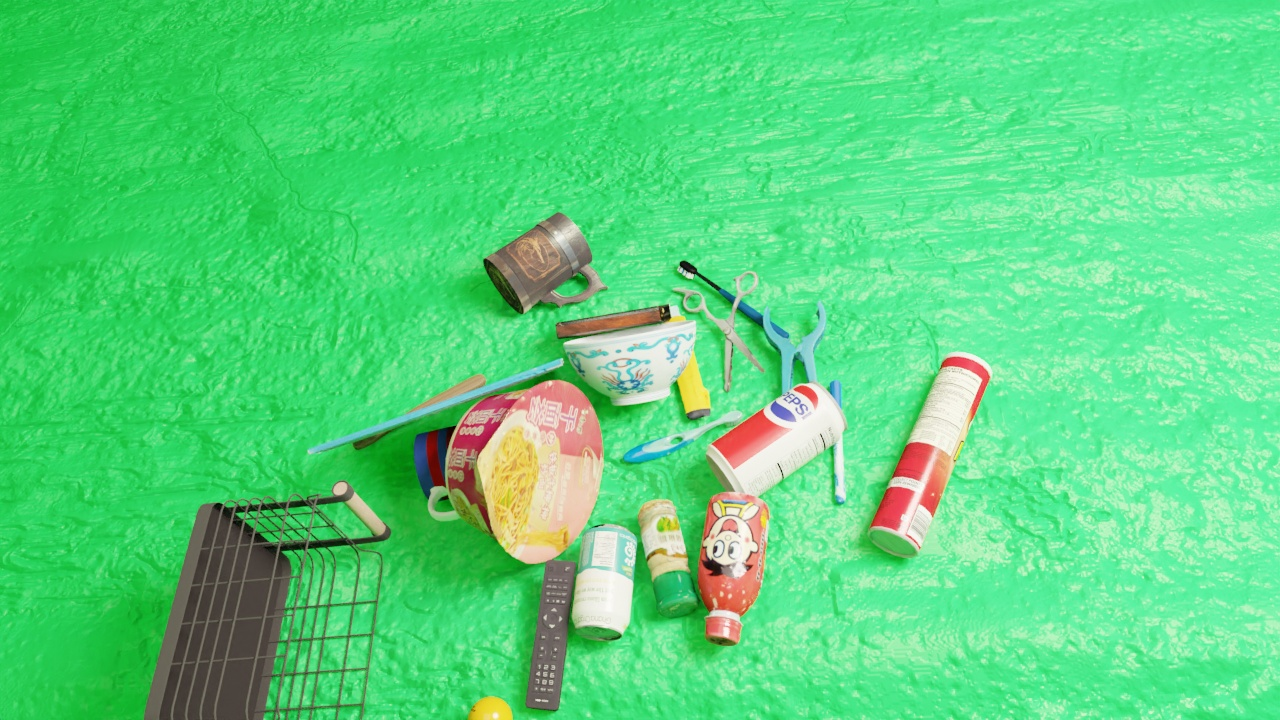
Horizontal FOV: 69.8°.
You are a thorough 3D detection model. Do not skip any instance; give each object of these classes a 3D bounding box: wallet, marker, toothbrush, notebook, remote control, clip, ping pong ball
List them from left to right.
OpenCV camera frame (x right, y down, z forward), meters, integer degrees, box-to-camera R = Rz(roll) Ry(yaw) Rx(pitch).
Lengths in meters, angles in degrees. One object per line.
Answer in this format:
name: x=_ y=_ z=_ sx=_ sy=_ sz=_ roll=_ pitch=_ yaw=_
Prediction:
toothbrush: x=-0.253 y=0.058 z=1.050 sx=0.166 sy=0.016 sz=0.016 roll=-28 pitch=58 yaw=-9
notebook: x=-0.204 y=0.047 z=0.955 sx=0.253 sy=0.181 sz=0.009 roll=-20 pitch=91 yaw=-9
ping pong ball: x=-0.136 y=0.326 z=0.831 sx=0.040 sy=0.040 sz=0.040 roll=-5 pitch=56 yaw=7
remote control: x=-0.083 y=0.258 z=0.868 sx=0.032 sy=0.015 sz=0.136 roll=1 pitch=67 yaw=12
wallet: x=-0.029 y=-0.044 z=1.041 sx=0.123 sy=0.072 sz=0.019 roll=-9 pitch=93 yaw=12
toothbrush: x=0.046 y=0.083 z=0.979 sx=0.135 sy=0.017 sz=0.022 roll=-21 pitch=56 yaw=-1
toothbrush: x=0.106 y=-0.070 z=1.068 sx=0.168 sy=0.014 sz=0.014 roll=39 pitch=37 yaw=27
clip: x=0.189 y=-0.015 z=0.999 sx=0.121 sy=0.031 sz=0.130 roll=-23 pitch=62 yaw=-3
marker: x=0.204 y=0.083 z=0.949 sx=0.013 sy=0.013 sz=0.141 roll=-1 pitch=57 yaw=10

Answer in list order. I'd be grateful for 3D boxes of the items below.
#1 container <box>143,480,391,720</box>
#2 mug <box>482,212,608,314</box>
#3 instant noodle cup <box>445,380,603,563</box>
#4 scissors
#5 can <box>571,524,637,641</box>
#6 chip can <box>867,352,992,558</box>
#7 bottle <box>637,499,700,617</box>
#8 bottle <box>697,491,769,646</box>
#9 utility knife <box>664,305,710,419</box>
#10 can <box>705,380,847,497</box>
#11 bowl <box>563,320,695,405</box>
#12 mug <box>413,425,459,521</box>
container: x=-0.325 y=0.247 z=0.845 sx=0.130 sy=0.163 sz=0.240 roll=-6 pitch=55 yaw=6
mug: x=-0.111 y=-0.105 z=1.105 sx=0.107 sy=0.080 sz=0.116 roll=-37 pitch=86 yaw=-16
instant noodle cup: x=-0.119 y=0.105 z=0.910 sx=0.078 sy=0.179 sz=0.178 roll=6 pitch=56 yaw=34
scissors: x=0.088 y=-0.039 z=1.043 sx=0.162 sy=0.014 sz=0.141 roll=14 pitch=79 yaw=39
can: x=-0.034 y=0.212 z=0.880 sx=0.055 sy=0.055 sz=0.101 roll=-1 pitch=56 yaw=10
chip can: x=0.287 y=0.090 z=0.905 sx=0.052 sy=0.052 sz=0.214 roll=21 pitch=63 yaw=22
bottle: x=0.026 y=0.191 z=0.892 sx=0.043 sy=0.043 sz=0.111 roll=-14 pitch=54 yaw=1
bottle: x=0.085 y=0.197 z=0.864 sx=0.062 sy=0.062 sz=0.137 roll=3 pitch=56 yaw=13
utility knife: x=0.051 y=-0.001 z=1.032 sx=0.030 sy=0.017 sz=0.164 roll=-10 pitch=56 yaw=-2
can: x=0.136 y=0.082 z=0.923 sx=0.132 sy=0.070 sz=0.070 roll=-33 pitch=57 yaw=-8
bowl: x=-0.006 y=0.006 z=0.989 sx=0.144 sy=0.144 sz=0.074 roll=-9 pitch=95 yaw=4
mug: x=-0.188 y=0.118 z=0.955 sx=0.076 sy=0.075 sz=0.111 roll=-13 pitch=43 yaw=2
